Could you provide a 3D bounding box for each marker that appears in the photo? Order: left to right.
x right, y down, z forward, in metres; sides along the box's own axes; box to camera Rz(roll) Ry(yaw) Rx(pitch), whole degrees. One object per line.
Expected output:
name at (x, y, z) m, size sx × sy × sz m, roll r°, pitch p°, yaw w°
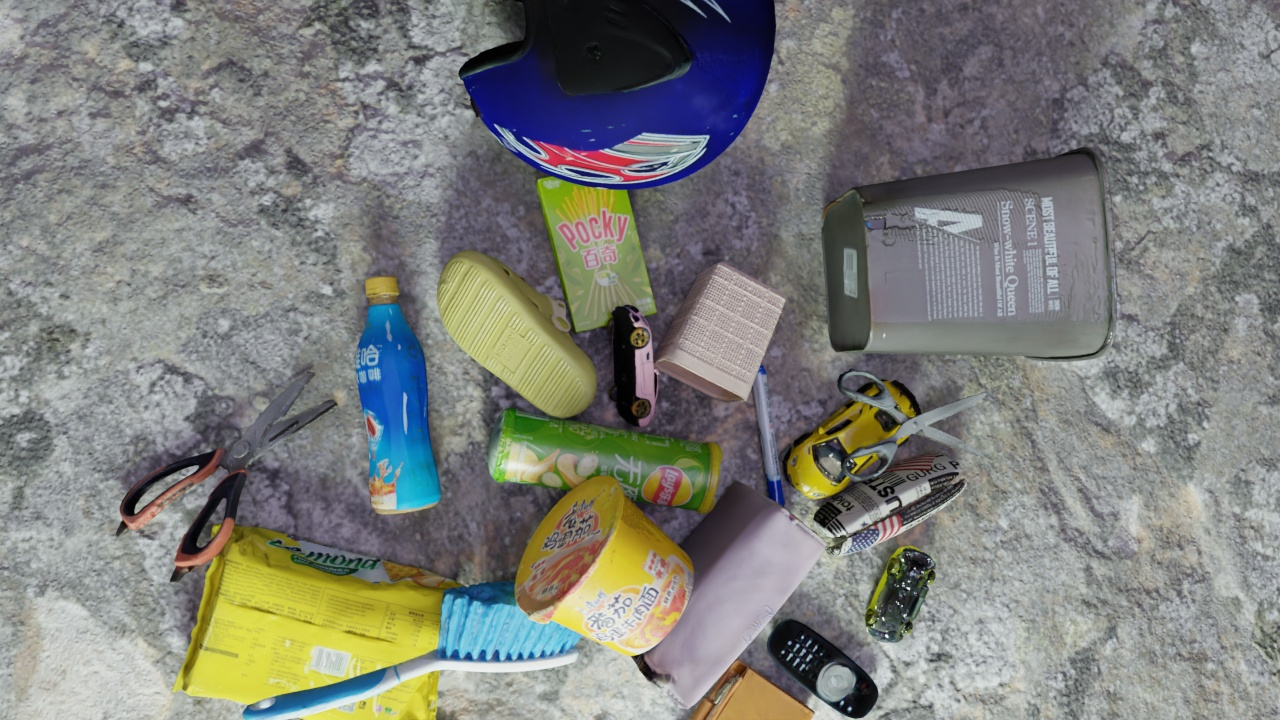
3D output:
marker at (0.130, 0.078, 0.941) m, size 0.017 × 0.017 × 0.146 m, roll -8°, pitch 91°, yaw -9°

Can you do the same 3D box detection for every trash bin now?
trash bin at (0.304, -0.091, 0.889) m, size 0.219 × 0.198 × 0.199 m, roll -4°, pitch 90°, yaw -4°

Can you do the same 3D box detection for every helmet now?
helmet at (-0.044, -0.277, 0.809) m, size 0.315 × 0.247 × 0.240 m, roll 12°, pitch 104°, yaw 0°

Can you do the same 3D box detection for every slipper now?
slipper at (-0.111, -0.027, 0.877) m, size 0.190 × 0.081 × 0.092 m, roll 44°, pitch 119°, yaw 5°

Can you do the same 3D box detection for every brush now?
brush at (-0.180, 0.256, 0.817) m, size 0.314 × 0.060 × 0.109 m, roll 9°, pitch 97°, yaw -36°

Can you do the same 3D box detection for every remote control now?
remote control at (0.185, 0.315, 0.943) m, size 0.136 × 0.024 × 0.053 m, roll 40°, pitch 82°, yaw -8°

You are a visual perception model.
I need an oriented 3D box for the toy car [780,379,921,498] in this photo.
toy car at (0.218, 0.083, 0.943) m, size 0.155 × 0.041 × 0.071 m, roll -36°, pitch 94°, yaw -7°

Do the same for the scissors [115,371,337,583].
scissors at (-0.378, 0.102, 0.838) m, size 0.190 × 0.015 × 0.221 m, roll -2°, pitch 60°, yaw 11°

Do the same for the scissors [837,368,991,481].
scissors at (0.270, 0.063, 0.924) m, size 0.181 × 0.014 × 0.159 m, roll -36°, pitch 88°, yaw -13°

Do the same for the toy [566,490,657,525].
toy at (-0.031, 0.169, 0.903) m, size 0.108 × 0.039 × 0.083 m, roll 15°, pitch 67°, yaw -7°

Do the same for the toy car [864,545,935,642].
toy car at (0.267, 0.242, 0.954) m, size 0.048 × 0.032 × 0.105 m, roll 19°, pitch 98°, yaw -9°

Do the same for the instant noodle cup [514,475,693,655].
instant noodle cup at (-0.028, 0.189, 0.819) m, size 0.110 × 0.138 × 0.138 m, roll 41°, pitch 83°, yaw -22°

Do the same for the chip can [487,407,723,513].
chip can at (-0.036, 0.097, 0.886) m, size 0.221 × 0.072 × 0.072 m, roll 11°, pitch 87°, yaw -9°

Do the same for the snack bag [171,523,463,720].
snack bag at (-0.291, 0.257, 0.846) m, size 0.246 × 0.068 × 0.158 m, roll 17°, pitch 87°, yaw -10°

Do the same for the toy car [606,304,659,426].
toy car at (-0.005, 0.005, 0.889) m, size 0.037 × 0.056 × 0.122 m, roll -13°, pitch 113°, yaw -28°

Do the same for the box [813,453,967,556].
box at (0.262, 0.159, 0.937) m, size 0.163 × 0.075 × 0.081 m, roll -23°, pitch 102°, yaw -11°

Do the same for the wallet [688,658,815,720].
wallet at (0.099, 0.382, 0.925) m, size 0.108 × 0.031 × 0.131 m, roll 36°, pitch 83°, yaw -10°

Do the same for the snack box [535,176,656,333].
snack box at (-0.044, -0.112, 0.910) m, size 0.085 × 0.026 × 0.156 m, roll -14°, pitch 91°, yaw -10°

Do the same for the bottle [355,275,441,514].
bottle at (-0.230, 0.031, 0.859) m, size 0.065 × 0.065 × 0.218 m, roll -6°, pitch 90°, yaw -9°

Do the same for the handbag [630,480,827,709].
handbag at (0.075, 0.219, 0.866) m, size 0.098 × 0.145 × 0.197 m, roll 42°, pitch 84°, yaw -4°

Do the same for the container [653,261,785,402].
container at (0.077, -0.028, 0.899) m, size 0.090 × 0.090 × 0.111 m, roll 26°, pitch 82°, yaw -8°
